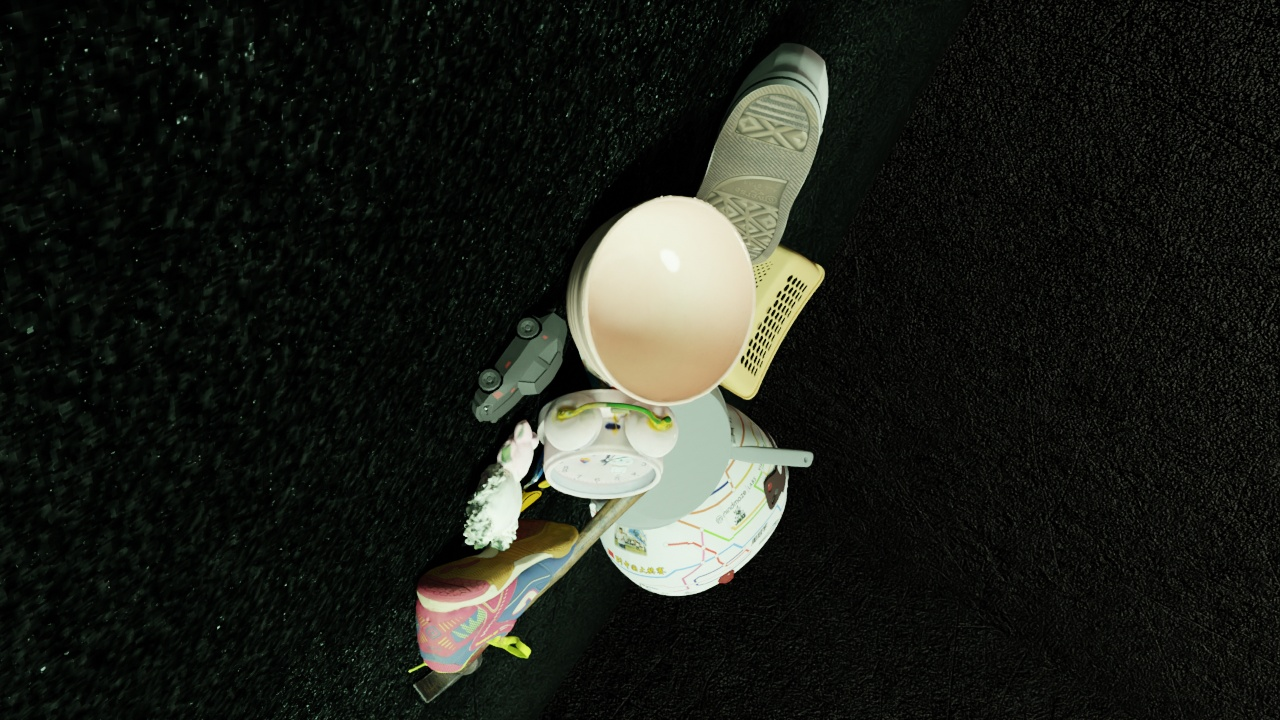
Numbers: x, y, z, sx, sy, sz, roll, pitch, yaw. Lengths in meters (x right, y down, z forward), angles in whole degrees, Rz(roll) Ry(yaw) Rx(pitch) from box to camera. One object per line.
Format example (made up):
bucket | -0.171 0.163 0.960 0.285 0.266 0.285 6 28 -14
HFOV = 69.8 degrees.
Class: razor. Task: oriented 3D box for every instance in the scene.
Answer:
razor | -0.093 0.095 0.879 0.141 0.018 0.043 -60 169 9
razor | -0.113 0.129 0.835 0.143 0.021 0.044 -37 141 -36

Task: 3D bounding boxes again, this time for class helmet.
helmet | 0.071 0.161 1.242 0.313 0.231 0.236 -46 135 -39

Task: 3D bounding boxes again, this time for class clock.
clock | -0.029 0.068 0.788 0.158 0.116 0.058 112 -20 -59

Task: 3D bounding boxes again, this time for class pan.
pan | 0.089 0.108 1.080 0.356 0.051 0.201 9 95 -33

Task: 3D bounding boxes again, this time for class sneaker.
sneaker | 0.110 -0.190 0.847 0.246 0.091 0.097 101 8 -58
sneaker | -0.132 0.211 0.847 0.241 0.116 0.091 -18 111 -68

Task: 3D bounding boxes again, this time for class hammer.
hammer | -0.111 0.241 0.982 0.331 0.033 0.120 -46 171 11

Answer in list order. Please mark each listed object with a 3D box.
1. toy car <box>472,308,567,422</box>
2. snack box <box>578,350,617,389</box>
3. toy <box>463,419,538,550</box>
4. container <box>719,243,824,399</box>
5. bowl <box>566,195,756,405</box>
toy car | -0.080 0.007 0.634 0.091 0.036 0.042 -55 169 -15
snack box | 0.012 -0.033 0.798 0.142 0.040 0.145 -43 155 -15
toy | -0.113 0.101 0.752 0.096 0.041 0.108 75 35 -76
container | 0.122 -0.061 1.109 0.183 0.129 0.167 -60 160 3
bowl | 0.004 -0.045 0.676 0.076 0.153 0.152 10 -120 55
